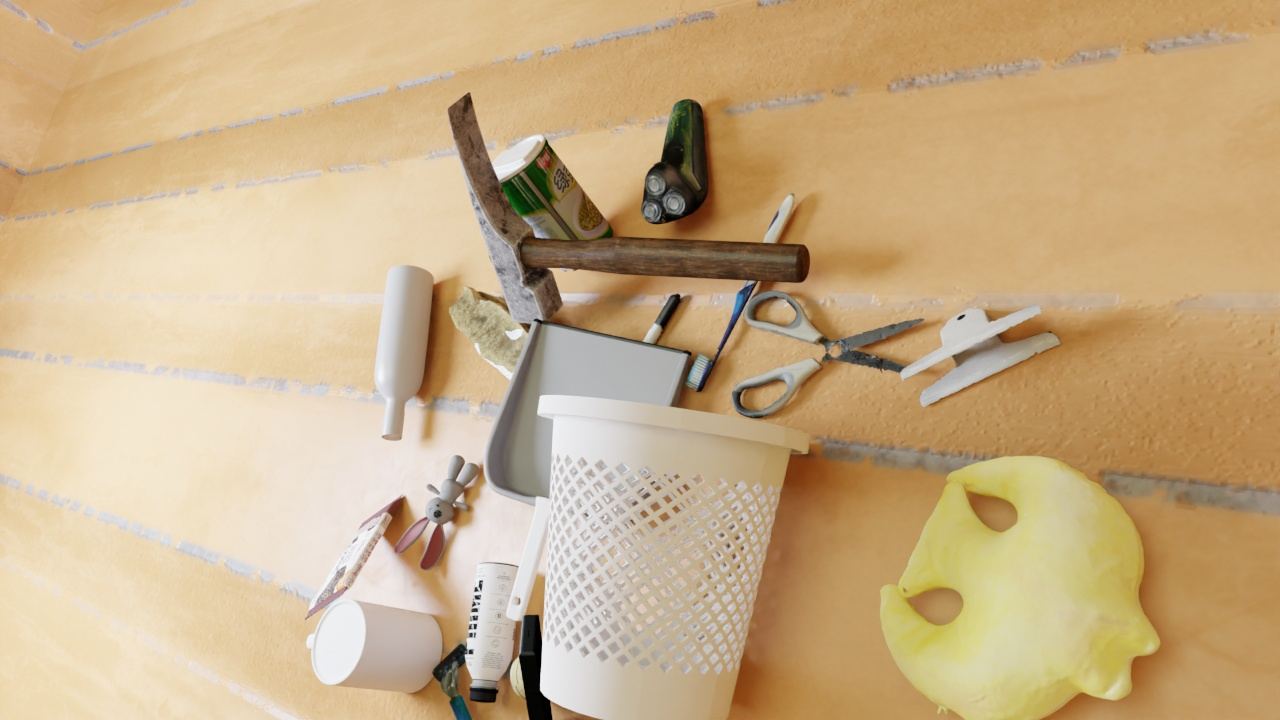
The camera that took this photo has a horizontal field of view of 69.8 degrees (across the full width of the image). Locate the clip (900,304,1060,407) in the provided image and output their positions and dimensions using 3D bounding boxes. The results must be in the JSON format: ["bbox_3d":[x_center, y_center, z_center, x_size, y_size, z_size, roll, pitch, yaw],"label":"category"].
[{"bbox_3d":[0.231,-0.012,0.637,0.102,0.057,0.052,-29,79,24],"label":"clip"}]

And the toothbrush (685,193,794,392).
[{"bbox_3d":[0.086,-0.059,0.779,0.017,0.016,0.189,27,87,10],"label":"toothbrush"}]

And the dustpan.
[{"bbox_3d":[-0.067,0.097,0.796,0.163,0.033,0.257,13,84,28],"label":"dustpan"}]

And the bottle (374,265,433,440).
[{"bbox_3d":[-0.262,-0.007,1.006,0.053,0.052,0.195,-16,61,32],"label":"bottle"}]

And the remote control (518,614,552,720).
[{"bbox_3d":[-0.079,0.250,0.694,0.013,0.150,0.034,-1,40,-1],"label":"remote control"}]

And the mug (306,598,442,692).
[{"bbox_3d":[-0.255,0.265,0.851,0.111,0.090,0.073,-10,64,35],"label":"mug"}]

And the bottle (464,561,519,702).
[{"bbox_3d":[-0.130,0.237,0.799,0.041,0.041,0.115,-11,64,34],"label":"bottle"}]

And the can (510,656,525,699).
[{"bbox_3d":[-0.065,0.251,0.743,0.080,0.038,0.038,-20,59,30],"label":"can"}]

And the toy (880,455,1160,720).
[{"bbox_3d":[0.226,0.142,0.548,0.155,0.064,0.170,31,90,48],"label":"toy"}]

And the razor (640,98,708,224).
[{"bbox_3d":[0.034,-0.190,0.851,0.054,0.067,0.151,-11,55,30],"label":"razor"}]

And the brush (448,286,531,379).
[{"bbox_3d":[-0.134,-0.021,0.918,0.195,0.043,0.059,40,96,40],"label":"brush"}]

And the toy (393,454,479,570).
[{"bbox_3d":[-0.197,0.147,0.900,0.049,0.030,0.111,27,85,14],"label":"toy"}]

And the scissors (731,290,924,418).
[{"bbox_3d":[0.134,-0.009,0.723,0.158,0.012,0.165,-44,49,16],"label":"scissors"}]

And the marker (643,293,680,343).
[{"bbox_3d":[-0.005,0.005,0.828,0.011,0.011,0.152,32,92,42],"label":"marker"}]

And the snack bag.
[{"bbox_3d":[-0.280,0.189,0.903,0.057,0.013,0.157,-36,17,22],"label":"snack bag"}]

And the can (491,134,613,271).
[{"bbox_3d":[-0.085,-0.150,0.877,0.067,0.121,0.067,-27,33,19],"label":"can"}]

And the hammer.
[{"bbox_3d":[-0.011,-0.120,0.768,0.301,0.218,0.036,6,40,27],"label":"hammer"}]

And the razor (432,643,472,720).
[{"bbox_3d":[-0.147,0.315,0.791,0.042,0.022,0.144,-46,50,14],"label":"razor"}]

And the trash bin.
[{"bbox_3d":[0.010,0.139,0.652,0.196,0.195,0.199,3,82,39],"label":"trash bin"}]
